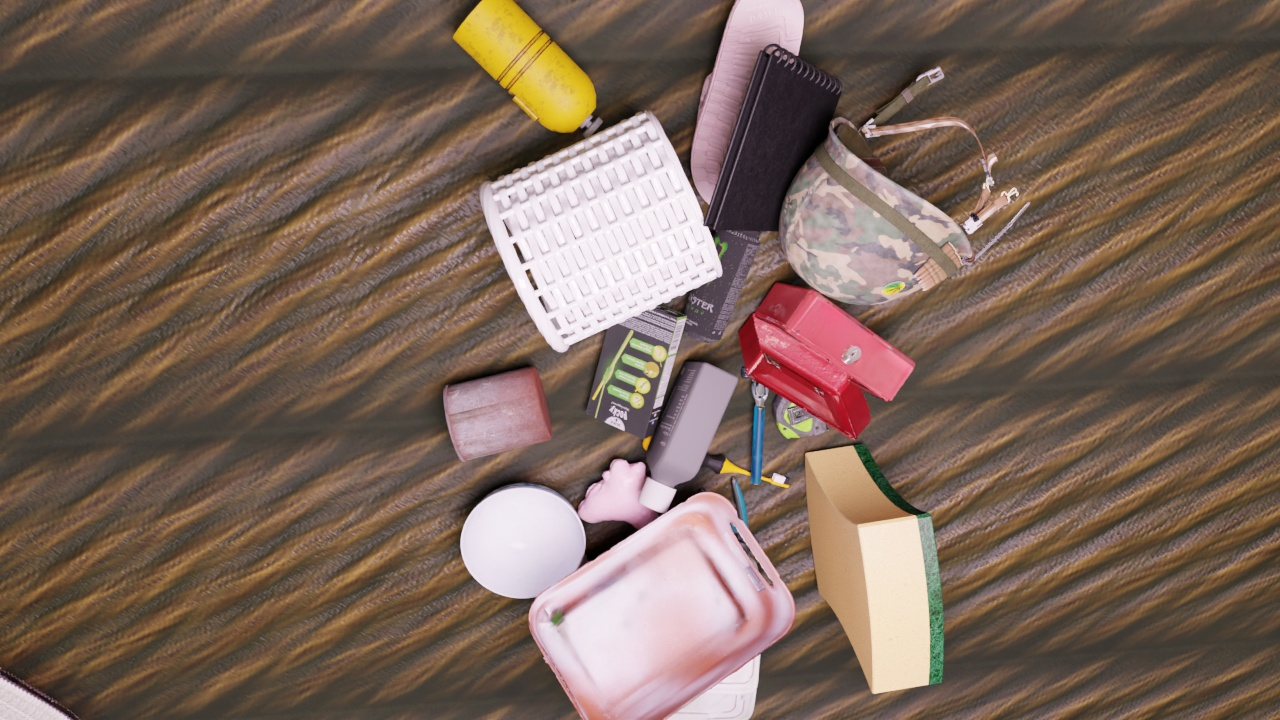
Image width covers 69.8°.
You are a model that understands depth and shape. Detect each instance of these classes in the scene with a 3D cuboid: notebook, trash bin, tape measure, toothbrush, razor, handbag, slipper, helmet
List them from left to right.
[{"bbox_3d":[0.017,0.292,1.046,0.259,0.157,0.181,-31,78,-14],"label":"trash bin"},{"bbox_3d":[0.048,0.379,1.160,0.198,0.096,0.142,2,107,-4],"label":"handbag"},{"bbox_3d":[0.094,0.126,1.116,0.196,0.031,0.031,18,101,-15],"label":"toothbrush"},{"bbox_3d":[0.109,-0.273,0.966,0.094,0.064,0.240,8,121,-4],"label":"slipper"},{"bbox_3d":[0.141,0.080,1.098,0.042,0.022,0.144,0,100,-4],"label":"razor"},{"bbox_3d":[0.139,-0.212,0.916,0.019,0.231,0.169,25,107,22],"label":"notebook"},{"bbox_3d":[0.189,0.062,1.097,0.059,0.035,0.066,-18,109,2],"label":"tape measure"},{"bbox_3d":[0.263,-0.165,0.946,0.224,0.192,0.237,10,127,-38],"label":"helmet"}]

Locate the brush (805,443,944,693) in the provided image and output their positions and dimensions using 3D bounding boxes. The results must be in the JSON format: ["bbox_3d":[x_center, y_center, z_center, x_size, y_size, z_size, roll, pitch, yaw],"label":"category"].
[{"bbox_3d":[0.259,0.226,1.044,0.075,0.250,0.195,-9,105,-2],"label":"brush"}]

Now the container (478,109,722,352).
[{"bbox_3d":[-0.039,-0.131,0.934,0.187,0.189,0.189,-24,108,3],"label":"container"}]

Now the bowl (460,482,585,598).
[{"bbox_3d":[-0.139,0.202,1.097,0.144,0.074,0.144,-1,108,-4],"label":"bowl"}]

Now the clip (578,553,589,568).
[{"bbox_3d":[-0.085,0.271,1.148,0.101,0.040,0.054,16,119,-11],"label":"clip"}]

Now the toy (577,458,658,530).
[{"bbox_3d":[-0.021,0.159,1.103,0.099,0.052,0.096,9,115,-6],"label":"toy"}]

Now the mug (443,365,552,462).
[{"bbox_3d":[-0.158,0.069,1.053,0.110,0.096,0.123,-10,145,2],"label":"mug"}]

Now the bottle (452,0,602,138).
[{"bbox_3d":[-0.107,-0.294,0.938,0.164,0.071,0.071,42,100,-16],"label":"bottle"}]

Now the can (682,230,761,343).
[{"bbox_3d":[0.089,-0.088,1.030,0.054,0.054,0.138,18,106,-10],"label":"can"}]

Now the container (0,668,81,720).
[{"bbox_3d":[-0.814,0.463,1.093,0.251,0.143,0.185,40,115,-15],"label":"container"}]

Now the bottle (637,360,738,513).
[{"bbox_3d":[0.047,0.088,1.044,0.046,0.084,0.174,24,87,-12],"label":"bottle"}]

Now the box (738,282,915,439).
[{"bbox_3d":[0.204,-0.013,1.026,0.157,0.135,0.117,30,108,-14],"label":"box"}]

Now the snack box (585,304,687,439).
[{"bbox_3d":[-0.006,0.006,1.048,0.080,0.025,0.148,22,108,23],"label":"snack box"}]

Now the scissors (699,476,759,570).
[{"bbox_3d":[0.120,0.210,1.150,0.130,0.019,0.151,23,104,-11],"label":"scissors"}]
